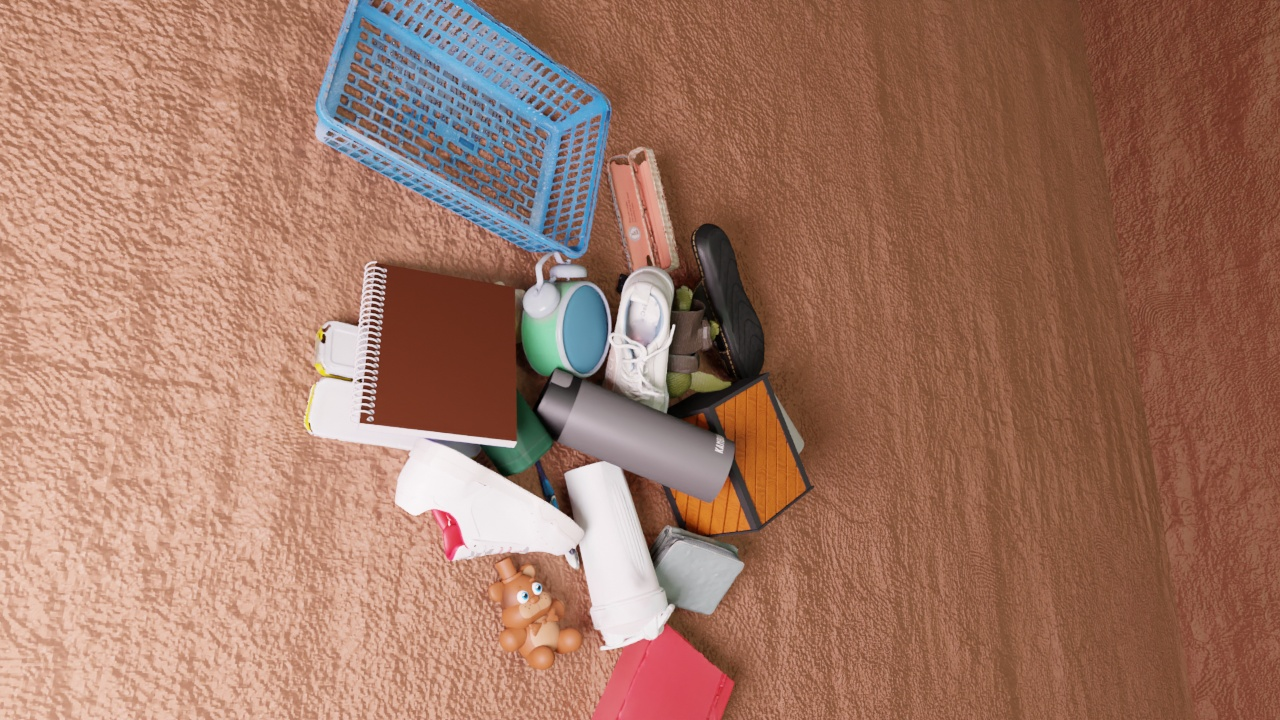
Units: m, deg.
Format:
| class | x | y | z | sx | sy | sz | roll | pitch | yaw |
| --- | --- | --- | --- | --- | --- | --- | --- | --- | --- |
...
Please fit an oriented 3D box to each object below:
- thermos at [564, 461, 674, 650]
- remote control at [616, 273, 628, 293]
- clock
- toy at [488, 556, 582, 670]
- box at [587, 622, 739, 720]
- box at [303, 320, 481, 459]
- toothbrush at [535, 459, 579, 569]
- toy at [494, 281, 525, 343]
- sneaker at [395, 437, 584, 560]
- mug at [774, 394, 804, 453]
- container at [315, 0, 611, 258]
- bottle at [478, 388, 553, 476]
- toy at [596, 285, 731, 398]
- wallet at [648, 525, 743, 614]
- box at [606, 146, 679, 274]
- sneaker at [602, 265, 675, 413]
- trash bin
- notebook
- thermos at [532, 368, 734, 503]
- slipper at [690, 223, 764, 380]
| class | x | y | z | sx | sy | sz | roll | pitch | yaw |
| --- | --- | --- | --- | --- | --- | --- | --- | --- | --- |
| thermos | -0.030 | 0.235 | 1.125 | 0.099 | 0.100 | 0.220 | -6 | 77 | -44 |
| remote control | 0.022 | -0.084 | 1.324 | 0.136 | 0.015 | 0.032 | 30 | 59 | -33 |
| clock | -0.099 | -0.057 | 1.138 | 0.121 | 0.075 | 0.162 | -51 | 136 | -46 |
| toy | -0.125 | 0.283 | 1.043 | 0.094 | 0.065 | 0.127 | -24 | 89 | -46 |
| box | 0.013 | 0.447 | 1.127 | 0.153 | 0.164 | 0.214 | 90 | 25 | -50 |
| box | -0.264 | 0.036 | 1.018 | 0.209 | 0.036 | 0.129 | 16 | 70 | -40 |
| toothbrush | -0.108 | 0.167 | 1.125 | 0.016 | 0.017 | 0.189 | -20 | 90 | -45 |
| toy | -0.173 | -0.053 | 1.114 | 0.115 | 0.046 | 0.092 | -26 | 95 | -51 |
| sneaker | -0.173 | 0.181 | 1.025 | 0.236 | 0.090 | 0.104 | 38 | 75 | -37 |
| mug | 0.174 | 0.113 | 1.370 | 0.111 | 0.079 | 0.097 | -36 | 104 | -14 |
| container | -0.212 | -0.292 | 1.119 | 0.362 | 0.089 | 0.256 | 26 | 60 | -35 |
| bottle | -0.163 | 0.061 | 1.037 | 0.061 | 0.061 | 0.131 | -42 | 104 | -39 |
| toy | 0.036 | -0.023 | 1.226 | 0.179 | 0.078 | 0.153 | 2 | 110 | -9 |
| wallet | 0.062 | 0.274 | 1.204 | 0.131 | 0.054 | 0.100 | 25 | 102 | -36 |
| box | 0.002 | -0.210 | 1.308 | 0.042 | 0.083 | 0.187 | -3 | 77 | -55 |
| sneaker | -0.007 | 0.007 | 1.149 | 0.090 | 0.089 | 0.242 | -61 | 159 | -66 |
| trash bin | 0.116 | 0.132 | 1.256 | 0.139 | 0.140 | 0.172 | -26 | 95 | -44 |
| notebook | -0.220 | -0.009 | 0.999 | 0.171 | 0.022 | 0.208 | 9 | 53 | -20 |
| thermos | -0.012 | 0.090 | 1.108 | 0.240 | 0.082 | 0.082 | 23 | 59 | -6 |
| slipper | 0.120 | -0.078 | 1.372 | 0.112 | 0.076 | 0.268 | -50 | 127 | -43 |
